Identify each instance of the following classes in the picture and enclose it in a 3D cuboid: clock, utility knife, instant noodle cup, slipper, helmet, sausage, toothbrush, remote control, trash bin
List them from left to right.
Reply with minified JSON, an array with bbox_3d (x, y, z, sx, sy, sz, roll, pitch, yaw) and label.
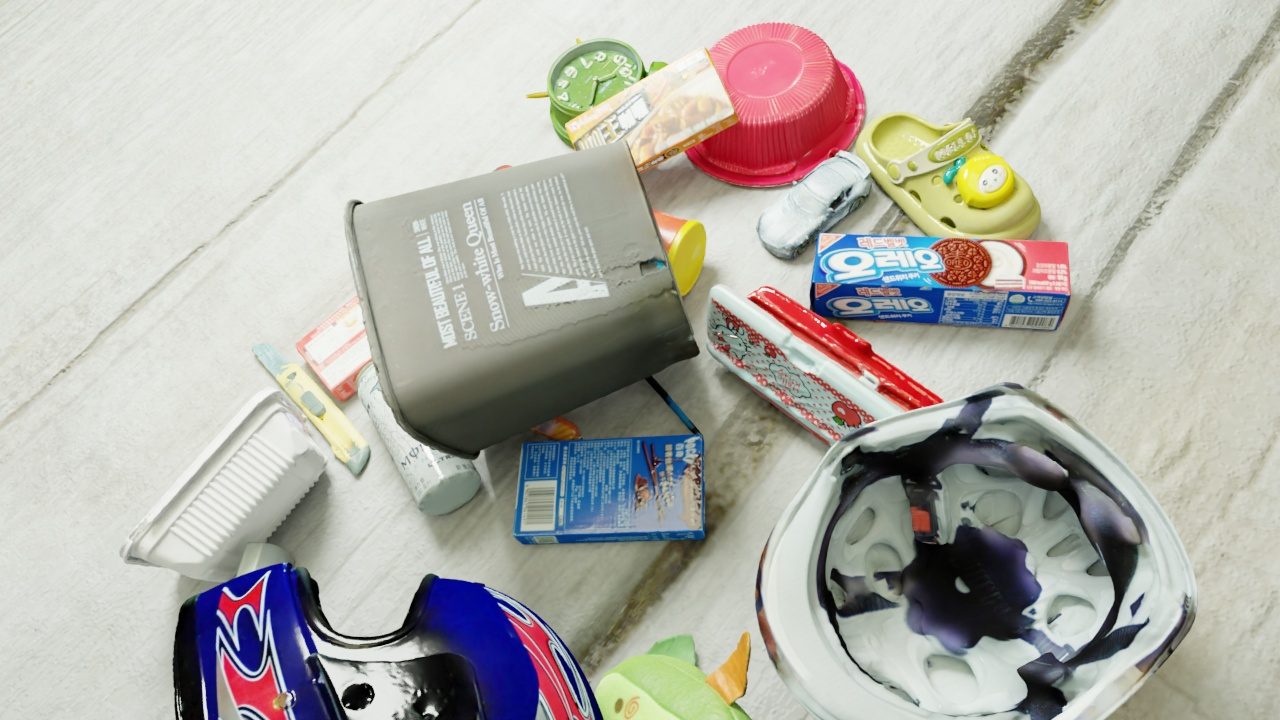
[{"bbox_3d":[-0.336,0.115,0.776,0.060,0.138,0.173,35,73,3],"label":"instant noodle cup"},{"bbox_3d":[-0.320,0.219,0.752,0.019,0.056,0.134,2,62,12],"label":"remote control"},{"bbox_3d":[-0.314,0.039,0.873,0.031,0.020,0.195,-41,57,-17],"label":"utility knife"},{"bbox_3d":[-0.146,0.257,0.592,0.240,0.248,0.315,-15,52,-22],"label":"helmet"},{"bbox_3d":[-0.122,0.040,0.824,0.165,0.021,0.021,22,69,22],"label":"sausage"},{"bbox_3d":[-0.083,-0.051,0.725,0.220,0.198,0.199,-19,75,6],"label":"trash bin"},{"bbox_3d":[-0.029,-0.272,0.950,0.161,0.056,0.116,29,73,23],"label":"clock"},{"bbox_3d":[-0.005,0.005,0.823,0.016,0.014,0.189,-37,62,-7],"label":"toothbrush"},{"bbox_3d":[0.124,-0.267,0.910,0.194,0.066,0.193,-6,61,10],"label":"instant noodle cup"},{"bbox_3d":[0.269,-0.173,0.822,0.091,0.082,0.190,-38,59,-6],"label":"slipper"},{"bbox_3d":[0.214,0.154,0.622,0.258,0.146,0.229,-33,59,1],"label":"helmet"}]

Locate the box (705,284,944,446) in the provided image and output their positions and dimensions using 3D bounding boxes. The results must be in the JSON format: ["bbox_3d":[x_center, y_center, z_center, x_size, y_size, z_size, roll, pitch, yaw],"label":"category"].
[{"bbox_3d":[0.145,0.001,0.743,0.201,0.101,0.095,38,76,26],"label":"box"}]

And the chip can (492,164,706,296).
[{"bbox_3d":[-0.047,-0.126,0.867,0.217,0.073,0.073,22,69,21],"label":"chip can"}]

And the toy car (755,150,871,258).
[{"bbox_3d":[0.161,-0.146,0.855,0.120,0.037,0.054,-41,62,-7],"label":"toy car"}]

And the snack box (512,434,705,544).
[{"bbox_3d":[-0.025,0.107,0.764,0.157,0.026,0.084,-3,62,10],"label":"snack box"}]

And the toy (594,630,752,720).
[{"bbox_3d":[0.038,0.280,0.593,0.247,0.090,0.227,37,106,55],"label":"toy"}]

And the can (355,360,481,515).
[{"bbox_3d":[-0.197,0.064,0.806,0.058,0.058,0.146,-33,61,-7],"label":"can"}]

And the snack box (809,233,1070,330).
[{"bbox_3d":[0.250,-0.067,0.782,0.208,0.057,0.058,4,60,14],"label":"snack box"}]

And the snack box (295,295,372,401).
[{"bbox_3d":[-0.252,-0.036,0.890,0.152,0.025,0.075,-41,61,-11],"label":"snack box"}]

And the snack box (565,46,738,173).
[{"bbox_3d":[0.010,-0.227,0.873,0.154,0.026,0.075,-26,79,14],"label":"snack box"}]
